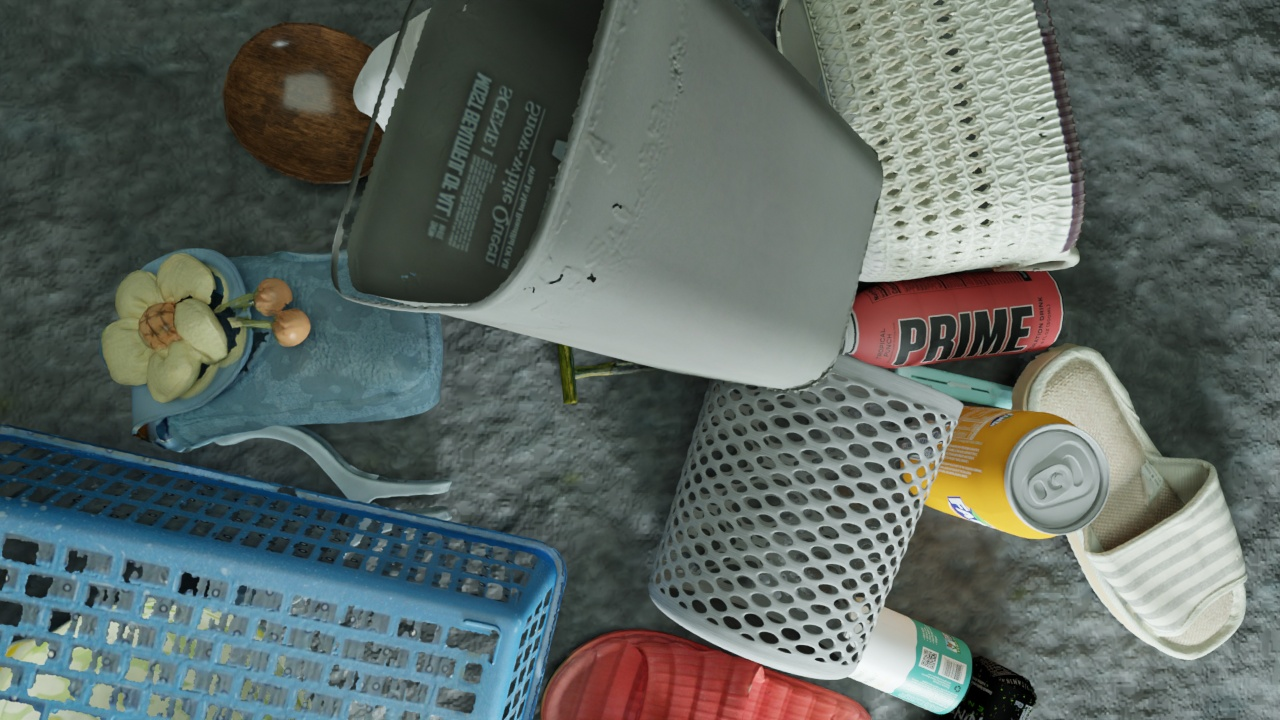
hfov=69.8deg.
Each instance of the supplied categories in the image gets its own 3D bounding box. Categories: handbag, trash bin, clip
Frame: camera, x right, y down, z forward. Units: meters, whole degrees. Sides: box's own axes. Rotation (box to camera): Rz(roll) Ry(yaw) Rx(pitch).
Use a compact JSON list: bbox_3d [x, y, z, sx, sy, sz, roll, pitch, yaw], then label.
[{"bbox_3d":[-0.220,-0.015,0.559,0.192,0.119,0.121,-5,69,-5],"label":"handbag"},{"bbox_3d":[-0.005,-0.089,0.486,0.220,0.198,0.197,20,82,-40],"label":"trash bin"},{"bbox_3d":[-0.224,0.074,0.608,0.172,0.031,0.164,-25,95,-8],"label":"clip"},{"bbox_3d":[0.099,0.089,0.592,0.156,0.156,0.183,20,89,-8],"label":"trash bin"}]

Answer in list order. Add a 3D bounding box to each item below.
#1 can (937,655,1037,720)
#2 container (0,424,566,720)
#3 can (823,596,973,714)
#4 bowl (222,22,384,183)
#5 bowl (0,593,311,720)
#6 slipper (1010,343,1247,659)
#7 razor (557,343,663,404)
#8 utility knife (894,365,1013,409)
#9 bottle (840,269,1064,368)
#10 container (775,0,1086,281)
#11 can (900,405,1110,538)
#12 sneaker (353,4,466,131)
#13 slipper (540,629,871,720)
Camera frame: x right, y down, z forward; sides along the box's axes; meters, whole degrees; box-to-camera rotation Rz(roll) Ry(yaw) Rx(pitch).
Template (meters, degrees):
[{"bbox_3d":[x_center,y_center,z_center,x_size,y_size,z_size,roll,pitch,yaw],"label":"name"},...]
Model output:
[{"bbox_3d":[0.233,0.283,0.659,0.054,0.054,0.137,27,86,-7],"label":"can"},{"bbox_3d":[-0.240,0.199,0.513,0.362,0.089,0.257,14,87,-8],"label":"container"},{"bbox_3d":[0.180,0.208,0.651,0.101,0.055,0.055,24,86,-7],"label":"can"},{"bbox_3d":[-0.214,-0.168,0.610,0.114,0.026,0.102,22,86,-8],"label":"bowl"},{"bbox_3d":[-0.297,0.236,0.580,0.219,0.060,0.188,25,86,-6],"label":"bowl"},{"bbox_3d":[0.365,0.108,0.673,0.114,0.054,0.272,-38,100,-4],"label":"slipper"},{"bbox_3d":[-0.004,0.004,0.643,0.106,0.026,0.042,-6,88,-12],"label":"razor"},{"bbox_3d":[0.257,0.024,0.685,0.147,0.015,0.022,11,81,-11],"label":"utility knife"},{"bbox_3d":[0.204,-0.028,0.652,0.176,0.062,0.062,-7,90,-8],"label":"bottle"},{"bbox_3d":[0.181,-0.166,0.595,0.143,0.184,0.251,-14,91,0],"label":"container"},{"bbox_3d":[0.238,0.071,0.616,0.079,0.142,0.079,0,89,-8],"label":"can"},{"bbox_3d":[-0.097,-0.105,0.605,0.236,0.105,0.090,53,43,-27],"label":"sneaker"},{"bbox_3d":[0.056,0.254,0.632,0.248,0.059,0.103,15,88,-9],"label":"slipper"}]
